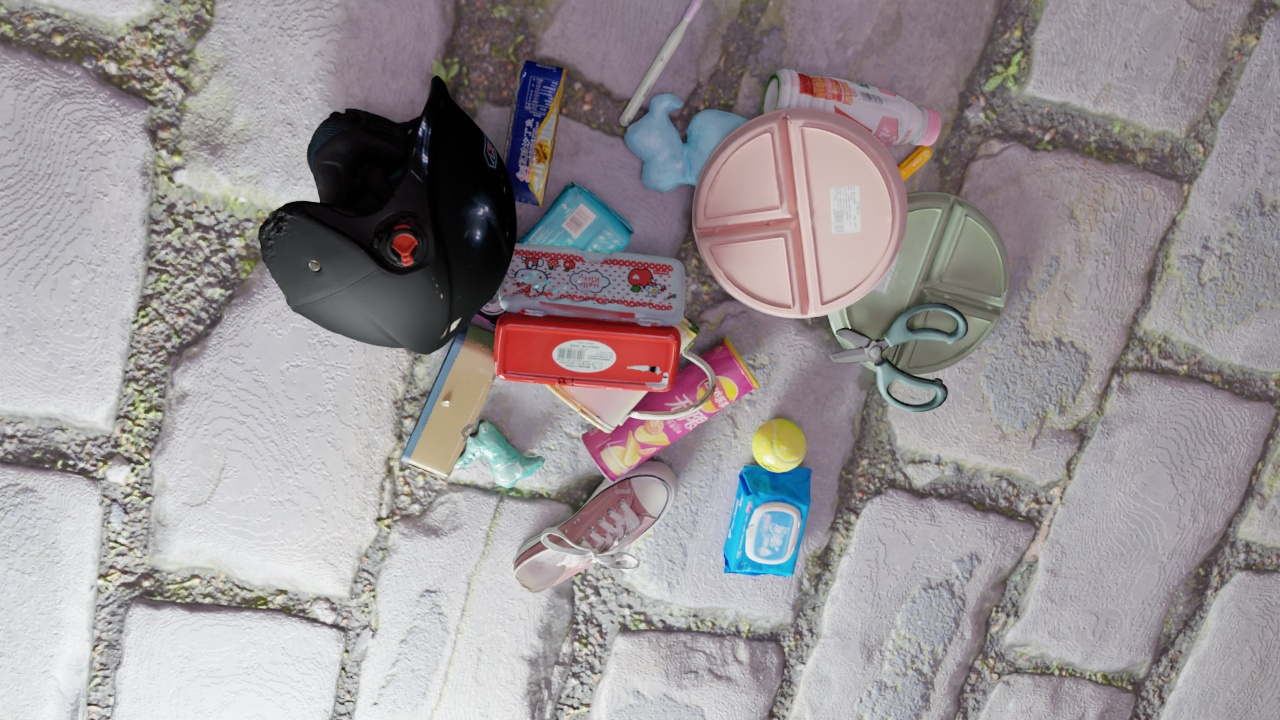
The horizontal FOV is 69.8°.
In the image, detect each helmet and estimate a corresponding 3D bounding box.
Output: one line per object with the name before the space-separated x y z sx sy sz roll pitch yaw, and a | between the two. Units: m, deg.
helmet | -0.232 -0.137 0.909 0.230 0.233 0.275 34 118 -28

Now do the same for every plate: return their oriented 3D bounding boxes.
plate | 0.337 -0.086 1.102 0.230 0.027 0.230 -2 107 -6
plate | 0.167 -0.151 0.980 0.230 0.028 0.230 5 112 11

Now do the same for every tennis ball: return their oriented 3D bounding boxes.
tennis ball | 0.170 0.104 1.123 0.065 0.065 0.065 -2 108 -6

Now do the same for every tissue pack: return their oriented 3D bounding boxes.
tissue pack | 0.162 0.205 1.162 0.095 0.052 0.157 7 107 -9
tissue pack | -0.082 -0.126 1.027 0.093 0.050 0.133 40 100 -18

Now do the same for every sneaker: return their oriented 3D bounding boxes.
sneaker | -0.054 0.216 1.121 0.241 0.087 0.118 -34 108 6

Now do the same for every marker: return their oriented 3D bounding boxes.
marker | 0.287 -0.203 1.064 0.124 0.015 0.018 -42 103 9

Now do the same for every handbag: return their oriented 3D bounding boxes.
handbag | -0.006 0.006 1.047 0.179 0.063 0.163 41 92 0

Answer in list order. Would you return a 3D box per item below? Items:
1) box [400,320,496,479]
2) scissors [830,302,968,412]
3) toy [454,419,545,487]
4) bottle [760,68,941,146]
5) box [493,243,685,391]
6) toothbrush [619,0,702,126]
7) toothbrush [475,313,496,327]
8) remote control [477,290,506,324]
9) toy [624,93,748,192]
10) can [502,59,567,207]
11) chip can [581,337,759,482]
box | -0.209 0.038 1.046 0.063 0.089 0.184 22 102 -12
scissors | 0.311 0.007 1.105 0.176 0.019 0.172 -12 110 -3
toy | -0.177 0.116 1.107 0.096 0.030 0.092 -34 104 13
bottle | 0.234 -0.271 1.011 0.196 0.068 0.068 6 107 -13
box | -0.053 -0.045 0.986 0.201 0.063 0.160 5 91 -8
toothbrush | 0.033 -0.335 0.989 0.020 0.029 0.190 41 104 26
toothbrush | -0.131 -0.017 1.076 0.189 0.014 0.018 30 111 -15
remote control | -0.153 -0.065 1.052 0.136 0.024 0.053 30 103 -14
toy | 0.074 -0.227 1.013 0.156 0.049 0.161 -21 106 11
can | -0.115 -0.240 0.974 0.049 0.074 0.148 11 106 -7
chip can | 0.035 0.059 1.089 0.210 0.071 0.071 -34 109 5
